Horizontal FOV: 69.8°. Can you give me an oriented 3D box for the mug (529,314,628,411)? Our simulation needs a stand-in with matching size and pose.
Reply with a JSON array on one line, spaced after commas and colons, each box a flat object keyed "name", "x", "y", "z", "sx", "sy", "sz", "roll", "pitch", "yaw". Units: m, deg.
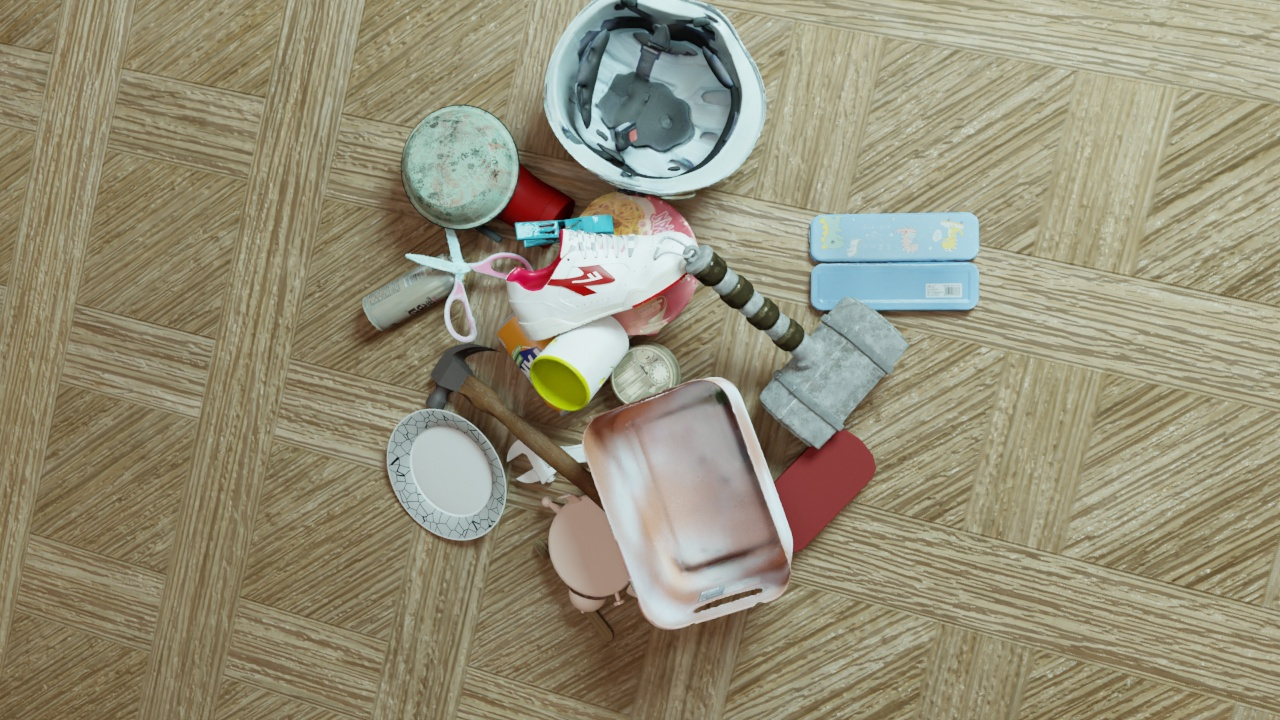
[{"name": "mug", "x": -0.073, "y": -0.002, "z": 1.121, "sx": 0.082, "sy": 0.105, "sz": 0.083, "roll": 19, "pitch": 135, "yaw": 20}]

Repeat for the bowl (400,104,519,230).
[{"name": "bowl", "x": -0.233, "y": -0.245, "z": 1.150, "sx": 0.157, "sy": 0.038, "sz": 0.157, "roll": 1, "pitch": 94, "yaw": 9}]

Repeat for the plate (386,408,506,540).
[{"name": "plate", "x": -0.259, "y": 0.152, "z": 1.236, "sx": 0.189, "sy": 0.016, "sz": 0.189, "roll": 7, "pitch": 109, "yaw": 22}]

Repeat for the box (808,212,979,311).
[{"name": "box", "x": 0.318, "y": -0.125, "z": 1.156, "sx": 0.209, "sy": 0.021, "sz": 0.125, "roll": 1, "pitch": 92, "yaw": 9}]

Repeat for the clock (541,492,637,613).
[{"name": "clock", "x": -0.056, "y": 0.240, "z": 1.184, "sx": 0.131, "sy": 0.086, "sz": 0.160, "roll": -21, "pitch": 90, "yaw": 23}]

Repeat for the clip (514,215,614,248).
[{"name": "clip", "x": -0.092, "y": -0.159, "z": 1.140, "sx": 0.120, "sy": 0.104, "sz": 0.027, "roll": -6, "pitch": 92, "yaw": 4}]

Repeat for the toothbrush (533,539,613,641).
[{"name": "toothbrush", "x": -0.091, "y": 0.309, "z": 1.234, "sx": 0.016, "sy": 0.016, "sz": 0.167, "roll": -39, "pitch": 85, "yaw": 9}]

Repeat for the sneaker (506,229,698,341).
[{"name": "sneaker", "x": -0.052, "y": -0.115, "z": 1.091, "sx": 0.237, "sy": 0.090, "sz": 0.104, "roll": -20, "pitch": 117, "yaw": 15}]

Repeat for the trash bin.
[{"name": "trash bin", "x": 0.064, "y": 0.157, "z": 1.093, "sx": 0.182, "sy": 0.157, "sz": 0.259, "roll": -21, "pitch": 89, "yaw": 13}]

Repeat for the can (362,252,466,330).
[{"name": "can", "x": -0.306, "y": -0.094, "z": 1.245, "sx": 0.136, "sy": 0.054, "sz": 0.054, "roll": -28, "pitch": 86, "yaw": 9}]

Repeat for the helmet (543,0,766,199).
[{"name": "helmet", "x": 0.020, "y": -0.313, "z": 1.133, "sx": 0.264, "sy": 0.163, "sz": 0.236, "roll": 22, "pitch": 94, "yaw": 3}]

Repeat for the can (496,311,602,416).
[{"name": "can", "x": -0.119, "y": -0.004, "z": 1.202, "sx": 0.079, "sy": 0.079, "sz": 0.142, "roll": -38, "pitch": 85, "yaw": 8}]

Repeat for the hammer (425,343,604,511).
[{"name": "hammer", "x": -0.152, "y": 0.087, "z": 1.187, "sx": 0.323, "sy": 0.033, "sz": 0.115, "roll": 36, "pitch": 97, "yaw": 26}]

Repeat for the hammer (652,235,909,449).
[{"name": "hammer", "x": 0.151, "y": -0.051, "z": 1.084, "sx": 0.326, "sy": 0.079, "sz": 0.177, "roll": 37, "pitch": 97, "yaw": -23}]

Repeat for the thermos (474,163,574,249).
[{"name": "thermos", "x": -0.195, "y": -0.222, "z": 1.212, "sx": 0.198, "sy": 0.083, "sz": 0.108, "roll": 33, "pitch": 108, "yaw": 5}]

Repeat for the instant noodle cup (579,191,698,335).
[{"name": "instant noodle cup", "x": -0.007, "y": -0.120, "z": 1.183, "sx": 0.179, "sy": 0.077, "sz": 0.178, "roll": 0, "pitch": 90, "yaw": 11}]

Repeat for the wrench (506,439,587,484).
[{"name": "wrench", "x": -0.046, "y": 0.119, "z": 1.223, "sx": 0.273, "sy": 0.018, "sz": 0.066, "roll": -9, "pitch": 89, "yaw": 8}]

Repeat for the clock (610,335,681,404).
[{"name": "clock", "x": -0.007, "y": 0.007, "z": 1.196, "sx": 0.093, "sy": 0.054, "sz": 0.141, "roll": -38, "pitch": 87, "yaw": 8}]

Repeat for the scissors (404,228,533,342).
[{"name": "scissors", "x": -0.230, "y": -0.101, "z": 1.213, "sx": 0.170, "sy": 0.014, "sz": 0.173, "roll": 11, "pitch": 100, "yaw": -23}]

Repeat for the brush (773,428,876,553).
[{"name": "brush", "x": 0.219, "y": 0.163, "z": 1.166, "sx": 0.082, "sy": 0.042, "sz": 0.173, "roll": 43, "pitch": 97, "yaw": 6}]
